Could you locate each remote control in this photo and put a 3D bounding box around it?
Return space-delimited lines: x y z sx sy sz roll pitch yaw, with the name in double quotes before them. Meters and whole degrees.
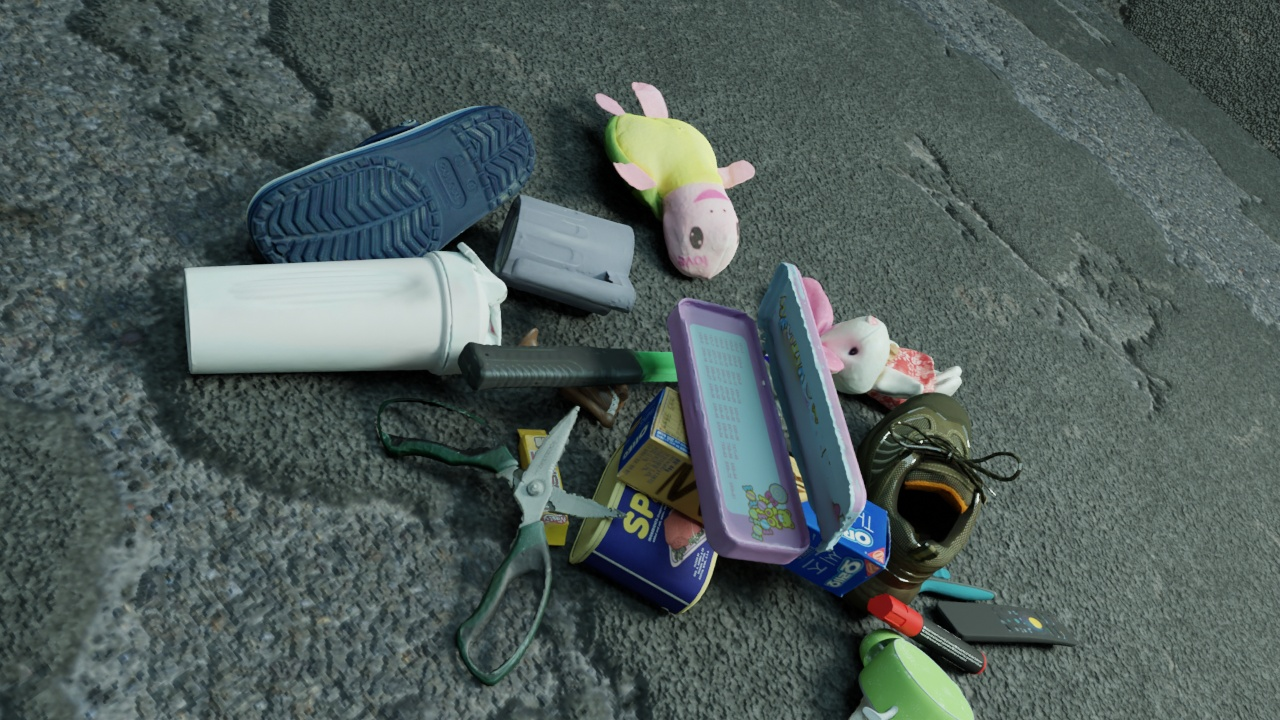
"remote control" 0.328 0.239 0.823 0.151 0.020 0.041 11 26 -25

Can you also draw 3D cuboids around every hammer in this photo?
"hammer" -0.004 0.004 0.750 0.318 0.032 0.130 0 48 -43

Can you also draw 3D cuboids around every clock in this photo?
"clock" 0.211 0.256 0.706 0.094 0.043 0.119 42 13 2

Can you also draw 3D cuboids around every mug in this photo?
"mug" -0.065 -0.084 0.789 0.104 0.084 0.123 16 23 -19

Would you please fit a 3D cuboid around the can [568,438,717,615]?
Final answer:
"can" 0.011 0.123 0.699 0.092 0.057 0.116 31 45 -8

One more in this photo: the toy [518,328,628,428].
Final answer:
"toy" -0.052 0.016 0.757 0.102 0.042 0.054 40 27 13

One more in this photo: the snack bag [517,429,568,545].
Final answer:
"snack bag" -0.074 0.093 0.696 0.026 0.020 0.099 5 53 -27

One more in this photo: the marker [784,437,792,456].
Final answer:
"marker" 0.182 0.093 0.854 0.123 0.017 0.021 18 92 -16

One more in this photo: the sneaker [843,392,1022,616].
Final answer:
"sneaker" 0.244 0.090 0.777 0.101 0.143 0.237 30 51 3

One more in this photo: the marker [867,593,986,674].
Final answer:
"marker" 0.237 0.226 0.750 0.145 0.024 0.021 35 64 -31

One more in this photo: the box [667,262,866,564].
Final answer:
"box" 0.090 0.026 0.638 0.089 0.093 0.213 13 48 -26

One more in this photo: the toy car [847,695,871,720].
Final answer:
"toy car" 0.158 0.289 0.666 0.039 0.039 0.112 48 45 11

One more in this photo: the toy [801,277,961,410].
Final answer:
"toy" 0.229 -0.002 0.918 0.194 0.084 0.158 25 31 -10

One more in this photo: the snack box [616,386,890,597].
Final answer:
"snack box" 0.087 0.101 0.684 0.206 0.056 0.057 30 42 -10

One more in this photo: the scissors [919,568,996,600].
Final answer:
"scissors" 0.257 0.182 0.828 0.156 0.019 0.124 26 42 -6

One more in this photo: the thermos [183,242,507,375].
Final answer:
"thermos" -0.208 -0.034 0.666 0.220 0.100 0.099 -3 57 -29

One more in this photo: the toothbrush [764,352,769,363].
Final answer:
"toothbrush" 0.115 0.014 0.880 0.016 0.015 0.186 39 45 -4

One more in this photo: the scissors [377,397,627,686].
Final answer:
"scissors" -0.116 0.106 0.641 0.202 0.015 0.201 20 64 10

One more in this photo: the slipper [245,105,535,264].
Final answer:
"slipper" -0.201 -0.136 0.759 0.252 0.105 0.095 -32 32 -29

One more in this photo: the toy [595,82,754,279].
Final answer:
"toy" 0.032 -0.193 0.947 0.189 0.088 0.238 -12 65 -44
